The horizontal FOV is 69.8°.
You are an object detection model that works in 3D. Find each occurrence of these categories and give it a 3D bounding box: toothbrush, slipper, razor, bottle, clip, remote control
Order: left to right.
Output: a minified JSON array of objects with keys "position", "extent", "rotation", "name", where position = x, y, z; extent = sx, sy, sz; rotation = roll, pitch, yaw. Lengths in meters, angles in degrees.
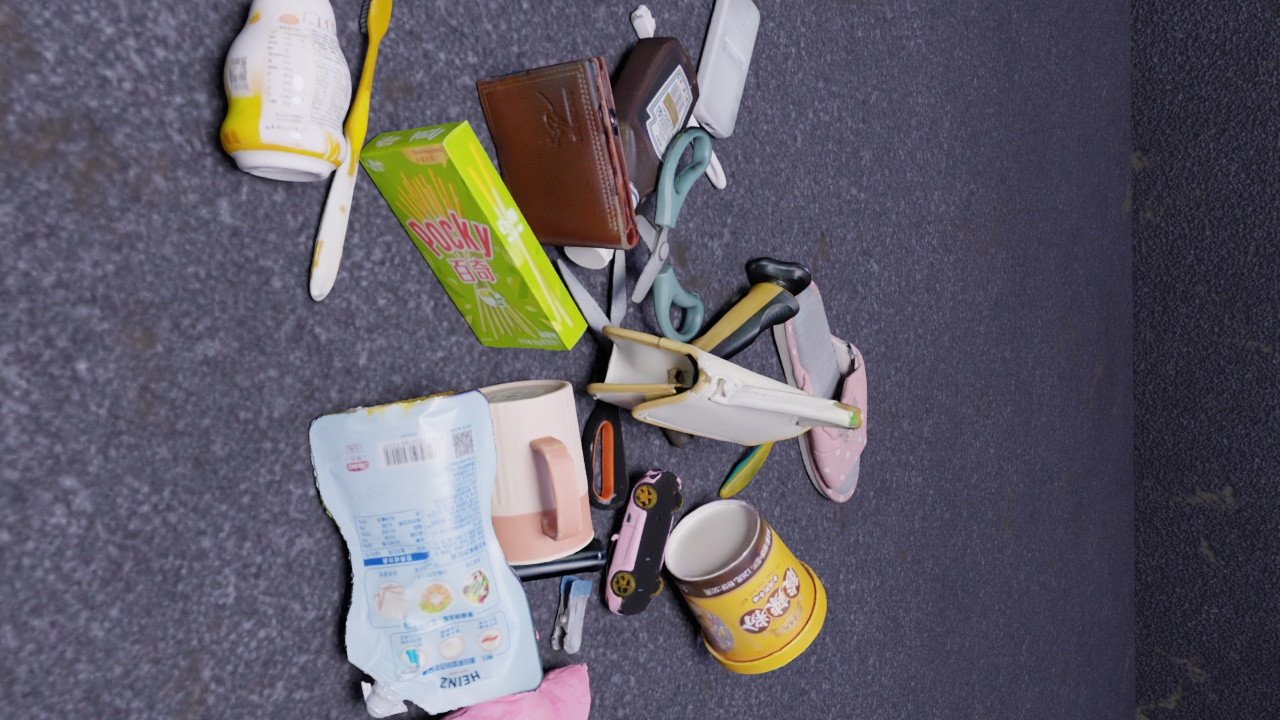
[{"position":[-0.183,-0.151,0.479],"extent":[0.063,0.063,0.108],"rotation":[4,90,-51],"name":"bottle"},{"position":[-0.171,-0.128,0.537],"extent":[0.016,0.018,0.191],"rotation":[16,83,-49],"name":"toothbrush"},{"position":[-0.104,0.145,0.630],"extent":[0.212,0.026,0.027],"rotation":[4,77,-49],"name":"toothbrush"},{"position":[-0.053,0.195,0.705],"extent":[0.025,0.037,0.058],"rotation":[27,72,-51],"name":"clip"},{"position":[-0.008,-0.158,0.706],"extent":[0.080,0.044,0.194],"rotation":[56,49,-51],"name":"bottle"},{"position":[0.037,-0.221,0.789],"extent":[0.180,0.016,0.016],"rotation":[58,45,-35],"name":"toothbrush"},{"position":[0.076,-0.271,0.830],"extent":[0.056,0.020,0.135],"rotation":[27,72,-48],"name":"remote control"},{"position":[0.095,-0.043,0.854],"extent":[0.167,0.062,0.067],"rotation":[-39,92,-36],"name":"razor"},{"position":[0.114,0.085,0.902],"extent":[0.132,0.028,0.043],"rotation":[-53,134,-32],"name":"razor"},{"position":[0.205,0.037,0.988],"extent":[0.113,0.055,0.274],"rotation":[-44,125,-41],"name":"slipper"}]

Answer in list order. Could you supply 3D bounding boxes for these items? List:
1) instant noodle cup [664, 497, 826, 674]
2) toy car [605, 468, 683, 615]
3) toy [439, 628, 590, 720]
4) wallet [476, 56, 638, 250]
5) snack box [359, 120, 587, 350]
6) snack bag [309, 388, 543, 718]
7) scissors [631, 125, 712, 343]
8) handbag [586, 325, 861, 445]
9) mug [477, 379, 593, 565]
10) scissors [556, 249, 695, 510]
[{"position":[0.088,0.193,0.810],"extent":[0.118,0.119,0.114],"rotation":[-53,123,-35],"name":"instant noodle cup"},{"position":[0.000,0.147,0.749],"extent":[0.056,0.037,0.122],"rotation":[22,81,-59],"name":"toy car"},{"position":[-0.084,0.277,0.630],"extent":[0.178,0.075,0.195],"rotation":[-36,124,-47],"name":"toy"},{"position":[-0.053,-0.134,0.613],"extent":[0.032,0.101,0.124],"rotation":[-32,118,-43],"name":"wallet"},{"position":[-0.102,-0.072,0.570],"extent":[0.026,0.086,0.156],"rotation":[-55,132,-33],"name":"snack box"},{"position":[-0.128,0.117,0.549],"extent":[0.110,0.039,0.191],"rotation":[-11,93,-22],"name":"snack bag"},{"position":[0.034,-0.095,0.753],"extent":[0.170,0.019,0.171],"rotation":[65,41,-53],"name":"scissors"},{"position":[0.069,0.030,0.685],"extent":[0.163,0.179,0.063],"rotation":[18,84,-47],"name":"handbag"},{"position":[-0.071,0.073,0.599],"extent":[0.081,0.115,0.106],"rotation":[-11,100,-26],"name":"mug"},{"position":[-0.012,0.015,0.740],"extent":[0.221,0.022,0.227],"rotation":[36,66,-47],"name":"scissors"}]
